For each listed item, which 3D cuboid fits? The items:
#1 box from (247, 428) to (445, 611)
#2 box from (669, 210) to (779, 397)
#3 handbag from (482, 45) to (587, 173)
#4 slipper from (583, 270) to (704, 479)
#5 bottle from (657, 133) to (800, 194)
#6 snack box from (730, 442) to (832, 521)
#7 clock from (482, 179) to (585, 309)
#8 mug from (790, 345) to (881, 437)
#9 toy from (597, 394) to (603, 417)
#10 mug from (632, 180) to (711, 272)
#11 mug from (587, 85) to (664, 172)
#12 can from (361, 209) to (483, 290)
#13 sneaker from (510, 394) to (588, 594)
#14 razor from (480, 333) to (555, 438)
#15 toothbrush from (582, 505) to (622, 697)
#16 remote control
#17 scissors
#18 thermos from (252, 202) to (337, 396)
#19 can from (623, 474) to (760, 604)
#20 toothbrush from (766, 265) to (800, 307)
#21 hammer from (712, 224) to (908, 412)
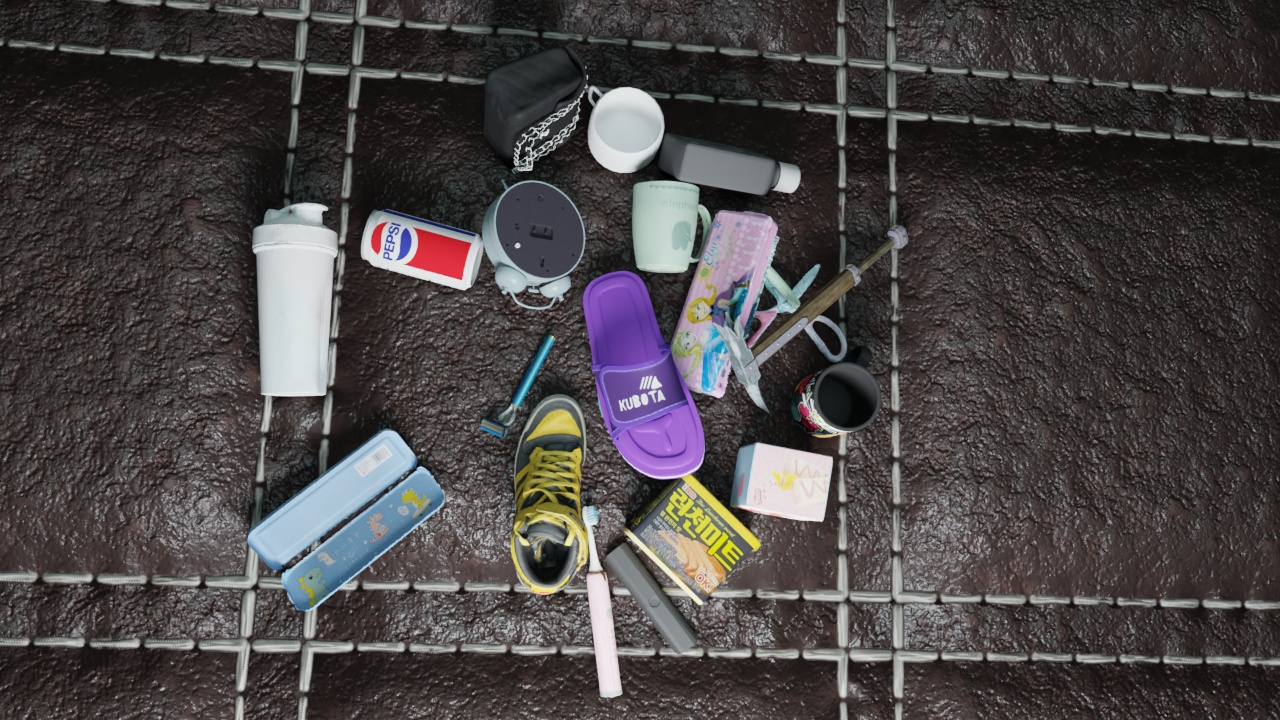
[{"bbox_3d":[-0.339,0.184,1.067,0.209,0.043,0.125,-38,89,-10],"label":"box"},{"bbox_3d":[0.105,-0.068,1.143,0.085,0.070,0.230,15,84,35],"label":"box"},{"bbox_3d":[-0.115,-0.293,1.107,0.125,0.154,0.114,-32,83,-15],"label":"handbag"},{"bbox_3d":[-0.006,0.006,1.072,0.107,0.084,0.266,-17,69,1],"label":"slipper"},{"bbox_3d":[0.118,-0.241,1.150,0.173,0.083,0.046,6,110,-21],"label":"bottle"},{"bbox_3d":[0.167,0.147,1.100,0.094,0.093,0.079,12,80,-5],"label":"snack box"},{"bbox_3d":[-0.130,-0.140,1.111,0.122,0.045,0.159,5,78,-33],"label":"clock"},{"bbox_3d":[0.246,0.034,1.123,0.082,0.098,0.118,31,79,-1],"label":"mug"},{"bbox_3d":[-0.007,0.051,1.127,0.105,0.033,0.085,33,73,3],"label":"toy"},{"bbox_3d":[0.042,-0.163,1.146,0.111,0.084,0.104,2,90,-35],"label":"mug"},{"bbox_3d":[-0.026,-0.297,1.158,0.094,0.068,0.115,-41,88,-11],"label":"mug"},{"bbox_3d":[-0.261,-0.134,1.106,0.132,0.070,0.070,15,80,-4],"label":"can"},{"bbox_3d":[-0.103,0.153,1.055,0.086,0.122,0.238,3,82,-8],"label":"sneaker"},{"bbox_3d":[-0.142,0.030,1.122,0.042,0.022,0.143,20,72,34],"label":"razor"},{"bbox_3d":[-0.049,0.284,1.089,0.027,0.027,0.222,-10,82,21],"label":"toothbrush"},{"bbox_3d":[0.013,0.285,1.101,0.033,0.015,0.147,-37,87,-10],"label":"remote control"},{"bbox_3d":[0.190,-0.052,1.175,0.177,0.013,0.170,41,76,3],"label":"scissors"},{"bbox_3d":[-0.407,-0.069,1.072,0.099,0.099,0.220,0,85,-7],"label":"thermos"},{"bbox_3d":[0.059,0.209,1.091,0.131,0.072,0.101,44,82,1],"label":"can"},{"bbox_3d":[0.153,-0.128,1.173,0.022,0.015,0.154,-39,82,1],"label":"toothbrush"},{"bbox_3d":[0.231,-0.074,1.147,0.316,0.028,0.147,-38,123,-21],"label":"hammer"}]
